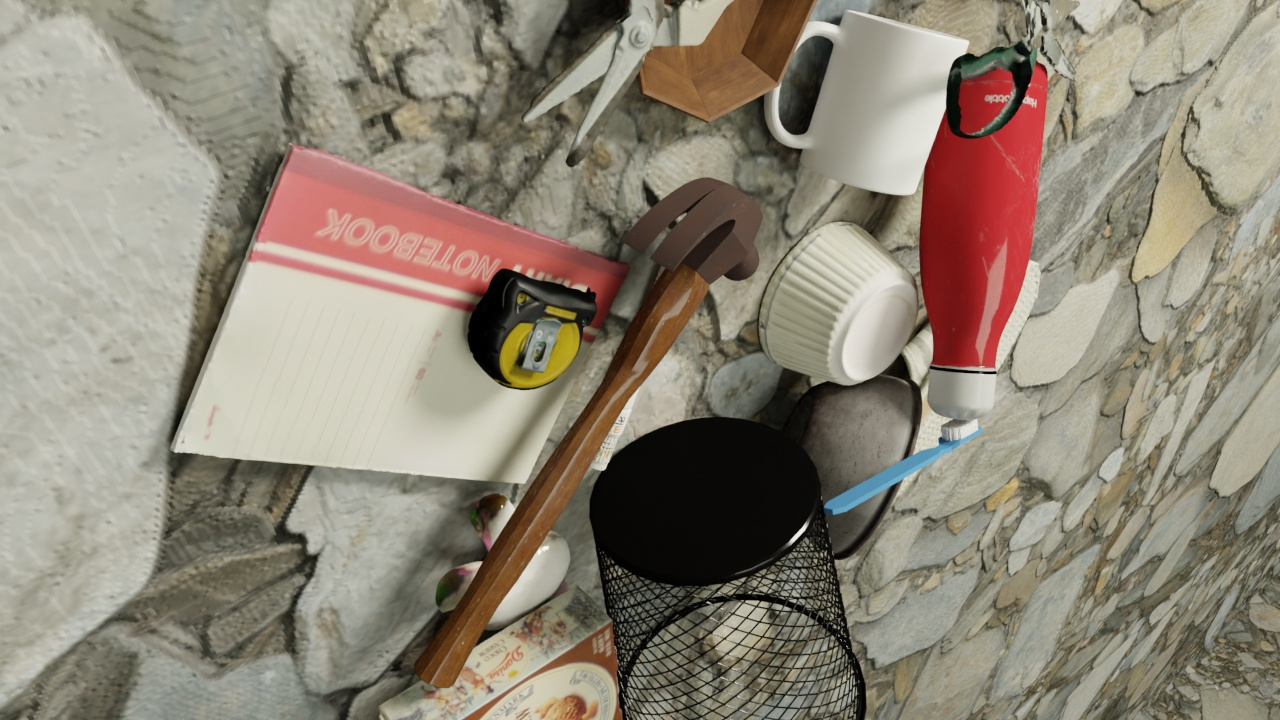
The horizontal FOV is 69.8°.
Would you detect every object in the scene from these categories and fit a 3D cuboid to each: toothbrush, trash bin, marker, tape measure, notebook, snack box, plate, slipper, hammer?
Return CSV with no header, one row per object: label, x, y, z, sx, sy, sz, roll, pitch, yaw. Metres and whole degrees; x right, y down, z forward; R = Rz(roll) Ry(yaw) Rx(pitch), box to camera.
toothbrush,0.172,0.065,0.594,0.166,0.016,0.014,-18,104,-38
trash bin,0.056,0.164,0.627,0.183,0.184,0.210,-29,128,-23
marker,-0.003,0.003,0.573,0.017,0.017,0.146,5,114,-43
tape measure,-0.058,-0.014,0.482,0.061,0.034,0.061,9,111,-45
notebook,-0.110,-0.008,0.474,0.208,0.012,0.153,14,108,-46
snack box,-0.082,0.238,0.588,0.146,0.041,0.143,-25,131,-30
plate,0.038,-0.190,0.469,0.131,0.025,0.131,-22,131,-29
slipper,0.249,0.025,0.784,0.272,0.054,0.114,-54,143,-5
hammer,-0.031,0.043,0.515,0.323,0.033,0.115,-57,157,2

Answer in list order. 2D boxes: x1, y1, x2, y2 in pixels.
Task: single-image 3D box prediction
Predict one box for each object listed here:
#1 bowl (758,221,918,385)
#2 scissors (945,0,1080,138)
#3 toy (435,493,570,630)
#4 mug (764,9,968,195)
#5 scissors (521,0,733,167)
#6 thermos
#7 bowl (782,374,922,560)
bowl,0.146,-0.033,0.646,0.115,0.062,0.115,-22,131,-29
scissors,0.218,-0.184,0.537,0.206,0.015,0.179,24,74,-42
toy,-0.081,0.138,0.583,0.079,0.038,0.123,-52,138,-15
mug,0.127,-0.157,0.546,0.110,0.073,0.091,6,116,-16
scissors,0.024,-0.184,0.428,0.179,0.015,0.187,-18,129,-32
thermos,0.225,-0.079,0.619,0.073,0.073,0.240,0,96,-42
bowl,0.143,0.068,0.684,0.145,0.067,0.145,-166,-81,-89
